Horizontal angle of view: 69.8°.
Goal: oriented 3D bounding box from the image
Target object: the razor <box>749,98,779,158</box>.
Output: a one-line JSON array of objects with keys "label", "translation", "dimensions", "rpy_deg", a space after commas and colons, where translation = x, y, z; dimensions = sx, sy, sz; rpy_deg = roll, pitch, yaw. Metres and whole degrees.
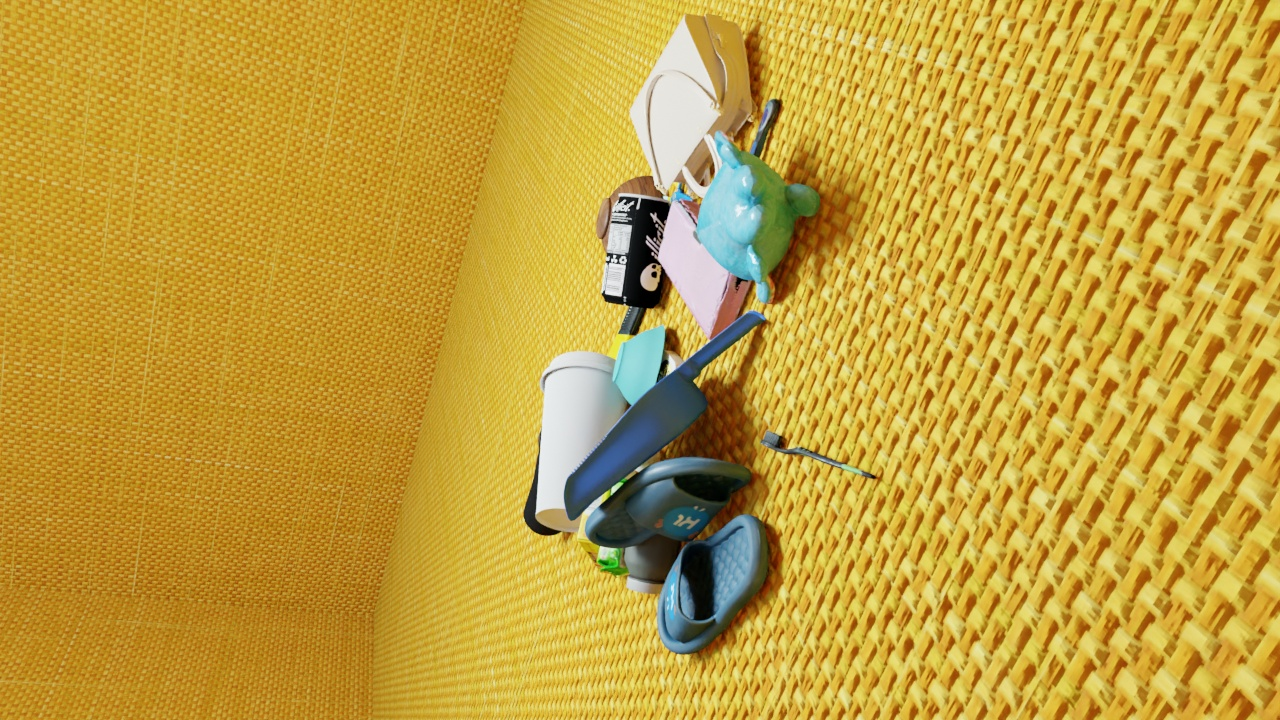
[{"label": "razor", "translation": [0.127, -0.225, 1.029], "dimensions": [0.044, 0.018, 0.141], "rpy_deg": [-134, 57, -67]}]

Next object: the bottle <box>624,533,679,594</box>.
[{"label": "bottle", "translation": [0.014, 0.209, 1.051], "dimensions": [0.060, 0.060, 0.108], "rpy_deg": [178, 102, -70]}]

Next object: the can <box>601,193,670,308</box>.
[{"label": "can", "translation": [-0.005, -0.147, 1.237], "dimensions": [0.080, 0.080, 0.146], "rpy_deg": [-156, 73, -69]}]

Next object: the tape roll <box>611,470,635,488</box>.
[{"label": "tape roll", "translation": [-0.032, 0.173, 1.253], "dimensions": [0.094, 0.019, 0.094], "rpy_deg": [-170, 91, -70]}]

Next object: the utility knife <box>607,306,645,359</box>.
[{"label": "utility knife", "translation": [-0.007, -0.067, 1.309], "dimensions": [0.029, 0.020, 0.198], "rpy_deg": [46, 125, 38]}]

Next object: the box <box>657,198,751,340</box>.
[{"label": "box", "translation": [0.069, -0.114, 1.096], "dimensions": [0.232, 0.041, 0.098], "rpy_deg": [-113, 40, -56]}]

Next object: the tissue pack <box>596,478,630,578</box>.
[{"label": "tissue pack", "translation": [-0.019, 0.203, 1.105], "dimensions": [0.099, 0.034, 0.113], "rpy_deg": [58, -139, -68]}]

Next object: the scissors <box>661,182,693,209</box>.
[{"label": "scissors", "translation": [0.046, -0.220, 1.252], "dimensions": [0.125, 0.016, 0.125], "rpy_deg": [131, 144, -62]}]

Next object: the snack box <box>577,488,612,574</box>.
[{"label": "snack box", "translation": [-0.045, 0.211, 1.139], "dimensions": [0.152, 0.025, 0.075], "rpy_deg": [73, -154, -62]}]

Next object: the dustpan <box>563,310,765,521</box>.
[{"label": "dustpan", "translation": [0.039, 0.044, 0.984], "dimensions": [0.258, 0.059, 0.245], "rpy_deg": [-38, -2, 16]}]

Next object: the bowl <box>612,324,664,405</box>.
[{"label": "bowl", "translation": [-0.007, 0.007, 1.193], "dimensions": [0.121, 0.046, 0.121], "rpy_deg": [-168, 92, -83]}]

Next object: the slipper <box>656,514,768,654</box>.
[{"label": "slipper", "translation": [0.062, 0.220, 0.921], "dimensions": [0.214, 0.059, 0.103], "rpy_deg": [125, 152, -45]}]

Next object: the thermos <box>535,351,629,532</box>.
[{"label": "thermos", "translation": [-0.082, 0.110, 1.227], "dimensions": [0.132, 0.131, 0.221], "rpy_deg": [131, 151, -54]}]

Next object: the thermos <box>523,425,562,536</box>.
[{"label": "thermos", "translation": [-0.120, 0.177, 1.382], "dimensions": [0.219, 0.105, 0.105], "rpy_deg": [114, 157, -44]}]

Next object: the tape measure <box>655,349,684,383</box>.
[{"label": "tape measure", "translation": [0.034, 0.024, 1.153], "dimensions": [0.065, 0.016, 0.064], "rpy_deg": [-135, 58, -66]}]

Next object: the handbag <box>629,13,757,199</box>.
[{"label": "handbag", "translation": [0.070, -0.286, 1.130], "dimensions": [0.195, 0.101, 0.197], "rpy_deg": [132, 132, -54]}]

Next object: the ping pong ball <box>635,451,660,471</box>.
[{"label": "ping pong ball", "translation": [0.005, 0.121, 1.149], "dimensions": [0.040, 0.040, 0.040], "rpy_deg": [-170, 91, -70]}]

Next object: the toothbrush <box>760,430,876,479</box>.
[{"label": "toothbrush", "translation": [0.153, 0.083, 0.811], "dimensions": [0.188, 0.014, 0.017], "rpy_deg": [11, 83, 70]}]

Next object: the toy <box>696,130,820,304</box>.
[{"label": "toy", "translation": [0.116, -0.149, 0.899], "dimensions": [0.180, 0.115, 0.183], "rpy_deg": [150, 108, -87]}]

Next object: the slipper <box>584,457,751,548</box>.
[{"label": "slipper", "translation": [0.021, 0.154, 0.946], "dimensions": [0.214, 0.103, 0.059], "rpy_deg": [-35, 45, 37]}]

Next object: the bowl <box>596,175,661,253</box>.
[{"label": "bowl", "translation": [-0.026, -0.202, 1.338], "dimensions": [0.147, 0.068, 0.147], "rpy_deg": [-172, 91, -74]}]
